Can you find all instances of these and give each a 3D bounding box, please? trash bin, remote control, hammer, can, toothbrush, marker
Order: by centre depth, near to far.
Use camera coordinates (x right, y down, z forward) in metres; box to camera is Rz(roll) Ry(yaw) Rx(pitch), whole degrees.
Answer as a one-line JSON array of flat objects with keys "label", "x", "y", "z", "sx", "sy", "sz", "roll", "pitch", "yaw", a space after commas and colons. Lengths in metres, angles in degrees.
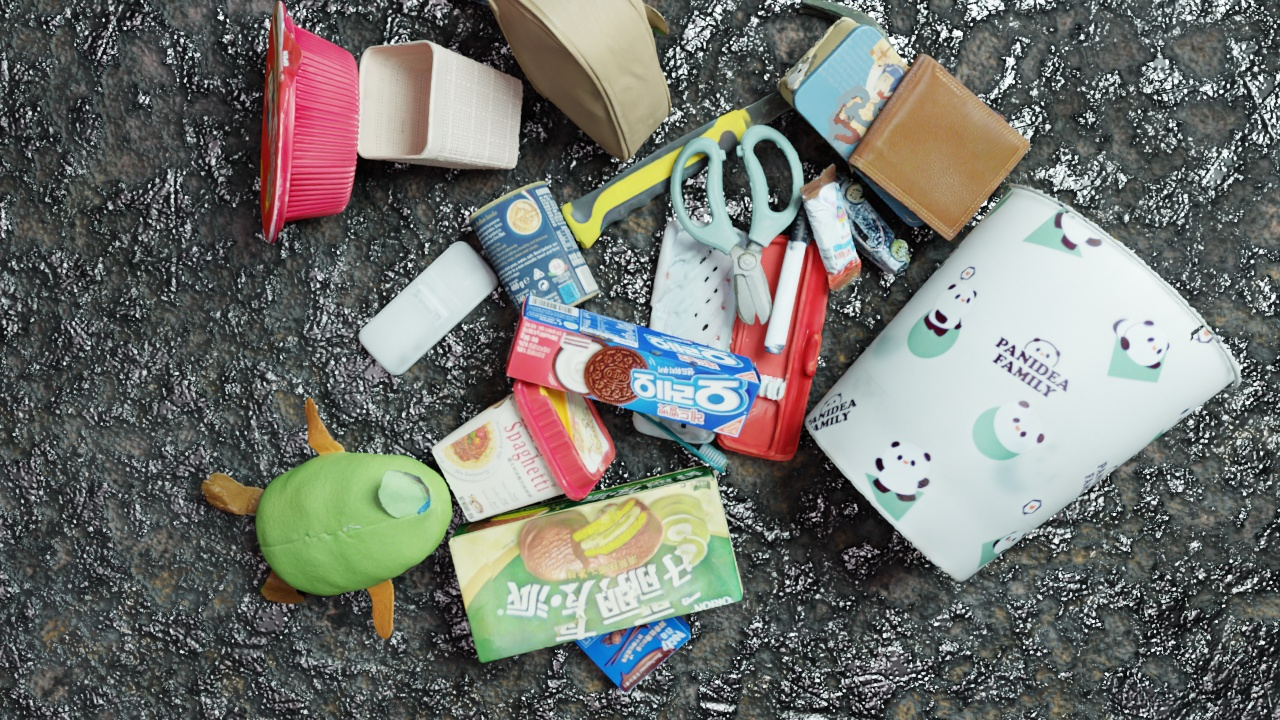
[{"label": "trash bin", "x": 0.287, "y": 0.028, "z": 0.743, "sx": 0.229, "sy": 0.229, "sz": 0.252, "roll": 43, "pitch": 100, "yaw": -3}, {"label": "marker", "x": 0.130, "y": -0.069, "z": 0.791, "sx": 0.022, "sy": 0.018, "sz": 0.131, "roll": 12, "pitch": 93, "yaw": 0}, {"label": "can", "x": -0.092, "y": -0.090, "z": 0.806, "sx": 0.075, "sy": 0.075, "sz": 0.111, "roll": -26, "pitch": 95, "yaw": 4}, {"label": "hammer", "x": 0.074, "y": -0.203, "z": 0.814, "sx": 0.323, "sy": 0.032, "sz": 0.126, "roll": -30, "pitch": 94, "yaw": 4}, {"label": "toothbrush", "x": 0.001, "y": 0.040, "z": 0.827, "sx": 0.191, "sy": 0.016, "sz": 0.018, "roll": 36, "pitch": 93, "yaw": 12}, {"label": "remote control", "x": -0.194, "y": -0.048, "z": 0.840, "sx": 0.136, "sy": 0.020, "sz": 0.056, "roll": -42, "pitch": 92, "yaw": 5}]

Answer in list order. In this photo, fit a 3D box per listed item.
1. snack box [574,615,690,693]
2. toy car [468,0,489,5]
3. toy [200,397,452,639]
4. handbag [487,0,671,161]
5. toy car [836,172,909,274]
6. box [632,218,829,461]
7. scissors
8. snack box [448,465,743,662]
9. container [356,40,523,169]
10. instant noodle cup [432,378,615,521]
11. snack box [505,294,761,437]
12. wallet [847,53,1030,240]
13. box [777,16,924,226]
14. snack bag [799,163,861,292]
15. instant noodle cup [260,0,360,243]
[{"label": "snack box", "x": -0.036, "y": 0.226, "z": 0.860, "sx": 0.084, "sy": 0.026, "sz": 0.157, "roll": -43, "pitch": 93, "yaw": 4}, {"label": "toy car", "x": -0.136, "y": -0.332, "z": 0.805, "sx": 0.090, "sy": 0.034, "sz": 0.043, "roll": 18, "pitch": 98, "yaw": 2}, {"label": "toy", "x": -0.268, "y": 0.144, "z": 0.814, "sx": 0.247, "sy": 0.089, "sz": 0.227, "roll": -14, "pitch": 101, "yaw": 25}, {"label": "handbag", "x": -0.044, "y": -0.253, "z": 0.729, "sx": 0.148, "sy": 0.204, "sz": 0.099, "roll": 42, "pitch": 86, "yaw": 14}, {"label": "toy car", "x": 0.197, "y": -0.119, "z": 0.810, "sx": 0.031, "sy": 0.049, "sz": 0.105, "roll": -38, "pitch": 93, "yaw": 2}, {"label": "box", "x": 0.082, "y": -0.019, "z": 0.831, "sx": 0.158, "sy": 0.038, "sz": 0.201, "roll": 11, "pitch": 96, "yaw": 10}, {"label": "scissors", "x": 0.075, "y": -0.111, "z": 0.791, "sx": 0.139, "sy": 0.019, "sz": 0.180, "roll": 1, "pitch": 95, "yaw": 10}, {"label": "snack box", "x": -0.038, "y": 0.176, "z": 0.810, "sx": 0.240, "sy": 0.063, "sz": 0.114, "roll": -13, "pitch": 94, "yaw": 0}, {"label": "container", "x": -0.164, "y": -0.206, "z": 0.769, "sx": 0.090, "sy": 0.110, "sz": 0.090, "roll": 9, "pitch": 96, "yaw": 35}, {"label": "instant noodle cup", "x": -0.104, "y": 0.077, "z": 0.811, "sx": 0.124, "sy": 0.116, "sz": 0.116, "roll": -26, "pitch": 95, "yaw": 15}, {"label": "snack box", "x": -0.005, "y": 0.004, "z": 0.766, "sx": 0.207, "sy": 0.057, "sz": 0.058, "roll": 15, "pitch": 112, "yaw": -10}, {"label": "wallet", "x": 0.239, "y": -0.169, "z": 0.739, "sx": 0.124, "sy": 0.032, "sz": 0.101, "roll": 31, "pitch": 107, "yaw": -21}, {"label": "box", "x": 0.205, "y": -0.194, "z": 0.770, "sx": 0.184, "sy": 0.059, "sz": 0.090, "roll": 37, "pitch": 108, "yaw": -20}, {"label": "snack bag", "x": 0.163, "y": -0.110, "z": 0.778, "sx": 0.045, "sy": 0.026, "sz": 0.105, "roll": -35, "pitch": 118, "yaw": -21}, {"label": "instant noodle cup", "x": -0.276, "y": -0.192, "z": 0.764, "sx": 0.065, "sy": 0.194, "sz": 0.194, "roll": 2, "pitch": 96, "yaw": -25}]
